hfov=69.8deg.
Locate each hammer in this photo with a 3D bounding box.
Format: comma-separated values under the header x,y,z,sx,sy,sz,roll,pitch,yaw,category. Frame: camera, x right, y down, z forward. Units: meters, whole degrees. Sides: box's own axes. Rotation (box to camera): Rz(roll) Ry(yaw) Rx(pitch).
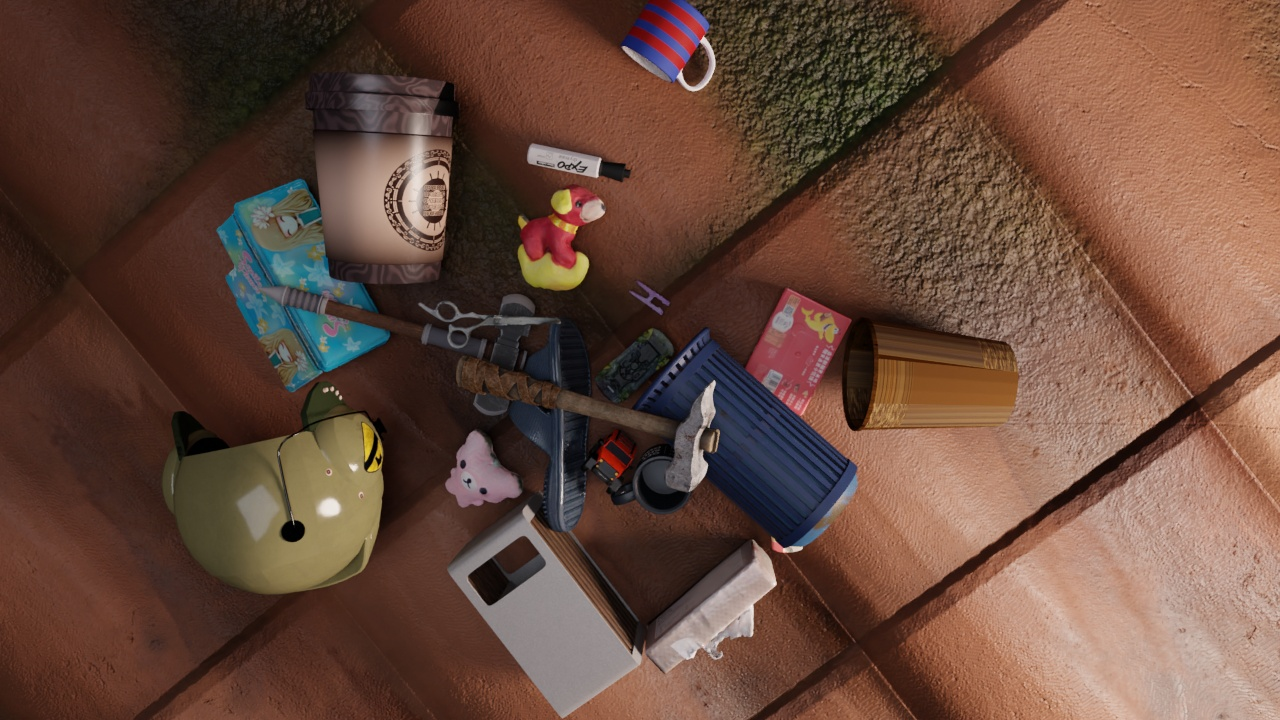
x,y,z,sx,sy,sz,roll,pitch,yaw,category
-0.065,0.048,1.024,0.319,0.048,0.122,14,111,18,hammer
-0.296,-0.042,1.109,0.322,0.043,0.156,16,97,-11,hammer

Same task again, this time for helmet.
x,y,z,sx,sy,sz,roll,pitch,yaw,category
-0.406,0.153,1.057,0.250,0.255,0.233,-12,92,7,helmet

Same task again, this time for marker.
x,y,z,sx,sy,sz,roll,pitch,yaw,category
-0.074,-0.239,1.115,0.126,0.025,0.025,12,97,3,marker

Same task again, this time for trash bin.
x,y,z,sx,sy,sz,roll,pitch,yaw,category
-0.111,0.295,1.130,0.114,0.114,0.229,-37,92,7,trash bin
0.124,0.095,1.066,0.249,0.139,0.139,42,97,5,trash bin

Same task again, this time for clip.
x,y,z,sx,sy,sz,roll,pitch,yaw,category
0.014,-0.080,1.132,0.037,0.013,0.053,-39,94,8,clip

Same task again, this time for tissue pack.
x,y,z,sx,sy,sz,roll,pitch,yaw,category
0.090,0.308,1.123,0.181,0.104,0.071,-39,94,6,tissue pack

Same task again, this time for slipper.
x,y,z,sx,sy,sz,roll,pitch,yaw,category
-0.113,0.077,1.123,0.083,0.101,0.263,3,97,21,slipper

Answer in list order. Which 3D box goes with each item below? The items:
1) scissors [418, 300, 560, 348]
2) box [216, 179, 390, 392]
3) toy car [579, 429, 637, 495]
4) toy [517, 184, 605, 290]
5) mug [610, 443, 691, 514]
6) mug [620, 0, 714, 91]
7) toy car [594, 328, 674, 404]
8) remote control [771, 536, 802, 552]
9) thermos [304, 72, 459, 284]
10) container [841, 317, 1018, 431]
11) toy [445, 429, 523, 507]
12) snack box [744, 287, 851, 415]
x,y,z,sx,sy,sz,roll,pitch,yaw,category
-0.178,-0.055,1.075,0.172,0.014,0.090,-20,106,18,scissors
-0.435,-0.088,1.136,0.172,0.083,0.227,-28,94,6,box
-0.035,0.119,1.112,0.051,0.100,0.049,42,103,-3,toy car
-0.102,-0.151,1.114,0.105,0.067,0.137,28,110,4,toy
0.013,0.150,1.123,0.105,0.077,0.071,-23,94,6,mug
0.043,-0.369,1.075,0.112,0.075,0.076,31,98,-26,mug
-0.007,0.007,1.132,0.105,0.033,0.048,-41,90,3,toy car
0.180,0.180,1.144,0.038,0.018,0.125,-4,98,5,remote control
-0.299,-0.210,1.071,0.173,0.172,0.226,4,102,4,thermos
0.334,0.022,1.065,0.167,0.132,0.132,4,96,-2,container
-0.205,0.147,1.155,0.096,0.052,0.099,-38,89,20,toy
0.187,-0.011,1.121,0.089,0.021,0.133,27,97,1,snack box
